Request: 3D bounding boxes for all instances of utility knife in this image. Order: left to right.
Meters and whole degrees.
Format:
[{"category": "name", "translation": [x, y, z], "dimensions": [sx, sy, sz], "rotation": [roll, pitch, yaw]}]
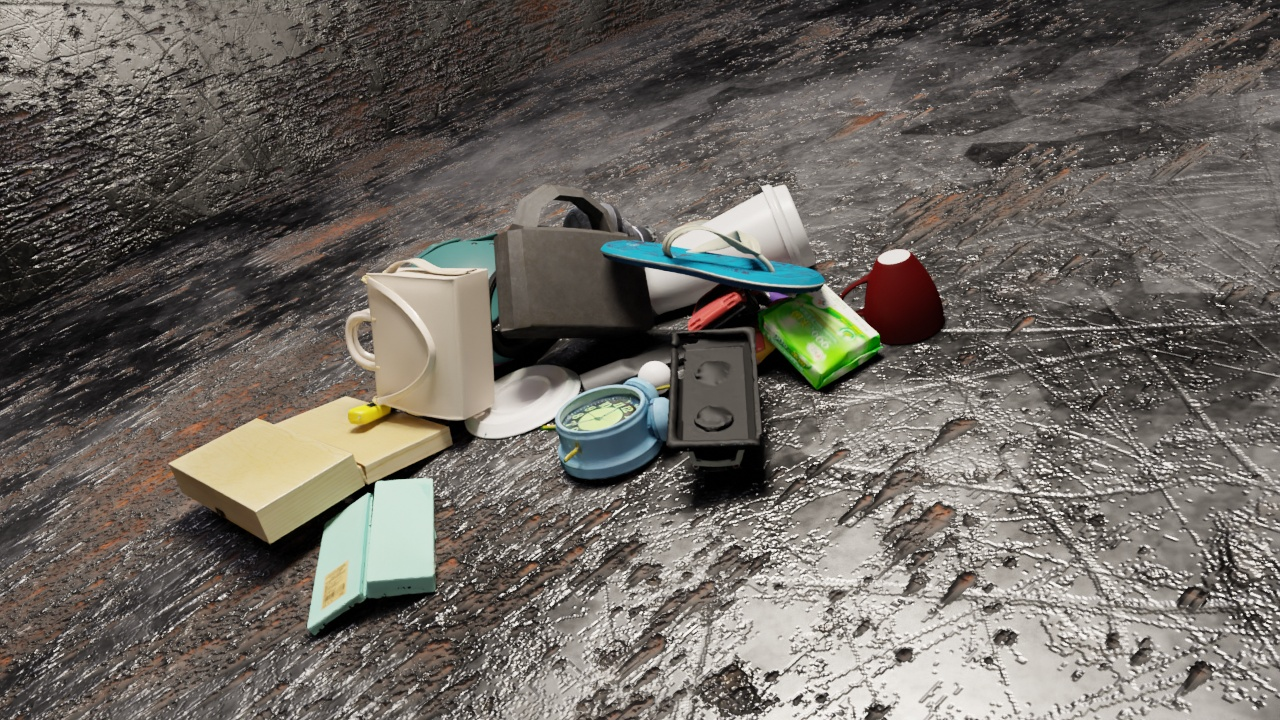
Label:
[{"category": "utility knife", "translation": [-0.319, 0.053, 1.207], "dimensions": [0.029, 0.020, 0.172], "rotation": [6, 14, 23]}]

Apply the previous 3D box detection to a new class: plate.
[{"category": "plate", "translation": [-0.152, 0.047, 1.166], "dimensions": [0.157, 0.014, 0.156], "rotation": [-15, 28, 8]}]

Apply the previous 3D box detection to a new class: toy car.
[{"category": "toy car", "translation": [0.077, 0.047, 0.954], "dimensions": [0.094, 0.071, 0.191], "rotation": [-2, 38, 4]}, {"category": "toy car", "translation": [0.104, -0.065, 1.103], "dimensions": [0.082, 0.056, 0.189], "rotation": [-37, 1, 17]}]

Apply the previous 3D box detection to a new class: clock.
[{"category": "clock", "translation": [-0.021, 0.069, 1.000], "dimensions": [0.162, 0.060, 0.118], "rotation": [-23, 26, -16]}]

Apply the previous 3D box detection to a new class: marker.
[{"category": "marker", "translation": [0.196, -0.069, 1.158], "dimensions": [0.015, 0.018, 0.134], "rotation": [-30, 32, -25]}]

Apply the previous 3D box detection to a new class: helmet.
[{"category": "helmet", "translation": [-0.226, -0.092, 1.298], "dimensions": [0.201, 0.176, 0.273], "rotation": [5, 25, 30]}]

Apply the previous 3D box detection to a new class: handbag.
[{"category": "handbag", "translation": [-0.286, -0.028, 1.138], "dimensions": [0.198, 0.195, 0.101], "rotation": [5, 16, 23]}, {"category": "handbag", "translation": [-0.098, -0.129, 1.180], "dimensions": [0.197, 0.199, 0.103], "rotation": [0, -7, -34]}]

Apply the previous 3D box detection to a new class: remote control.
[{"category": "remote control", "translation": [-0.007, 0.007, 1.144], "dimensions": [0.140, 0.021, 0.045], "rotation": [-19, 29, -3]}]

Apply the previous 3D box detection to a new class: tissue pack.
[{"category": "tissue pack", "translation": [0.201, -0.030, 1.024], "dimensions": [0.099, 0.034, 0.114], "rotation": [-30, 60, -22]}]

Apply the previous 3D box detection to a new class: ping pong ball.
[{"category": "ping pong ball", "translation": [0.017, 0.021, 1.081], "dimensions": [0.040, 0.040, 0.040], "rotation": [-15, 28, 8]}]

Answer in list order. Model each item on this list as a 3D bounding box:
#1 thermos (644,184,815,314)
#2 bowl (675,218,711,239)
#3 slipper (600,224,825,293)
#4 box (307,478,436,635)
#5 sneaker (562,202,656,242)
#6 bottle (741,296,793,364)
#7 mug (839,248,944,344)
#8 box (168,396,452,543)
[{"category": "thermos", "translation": [0.112, -0.141, 1.238], "dimensions": [0.222, 0.131, 0.131], "rotation": [-22, 27, 11]}, {"category": "bowl", "translation": [0.087, -0.172, 1.366], "dimensions": [0.151, 0.057, 0.150], "rotation": [-14, 29, 8]}, {"category": "slipper", "translation": [0.084, -0.129, 1.075], "dimensions": [0.295, 0.060, 0.118], "rotation": [14, 15, 33]}, {"category": "box", "translation": [-0.280, 0.193, 0.960], "dimensions": [0.138, 0.052, 0.187], "rotation": [-16, 26, -7]}, {"category": "sneaker", "translation": [-0.038, -0.181, 1.379], "dimensions": [0.150, 0.097, 0.253], "rotation": [-15, -1, -18]}, {"category": "bottle", "translation": [0.133, -0.023, 1.075], "dimensions": [0.134, 0.048, 0.072], "rotation": [-34, 12, -24]}, {"category": "mug", "translation": [0.281, -0.077, 1.043], "dimensions": [0.114, 0.088, 0.086], "rotation": [-5, 31, 24]}, {"category": "box", "translation": [-0.404, 0.117, 1.126], "dimensions": [0.247, 0.068, 0.252], "rotation": [11, 24, 42]}]
